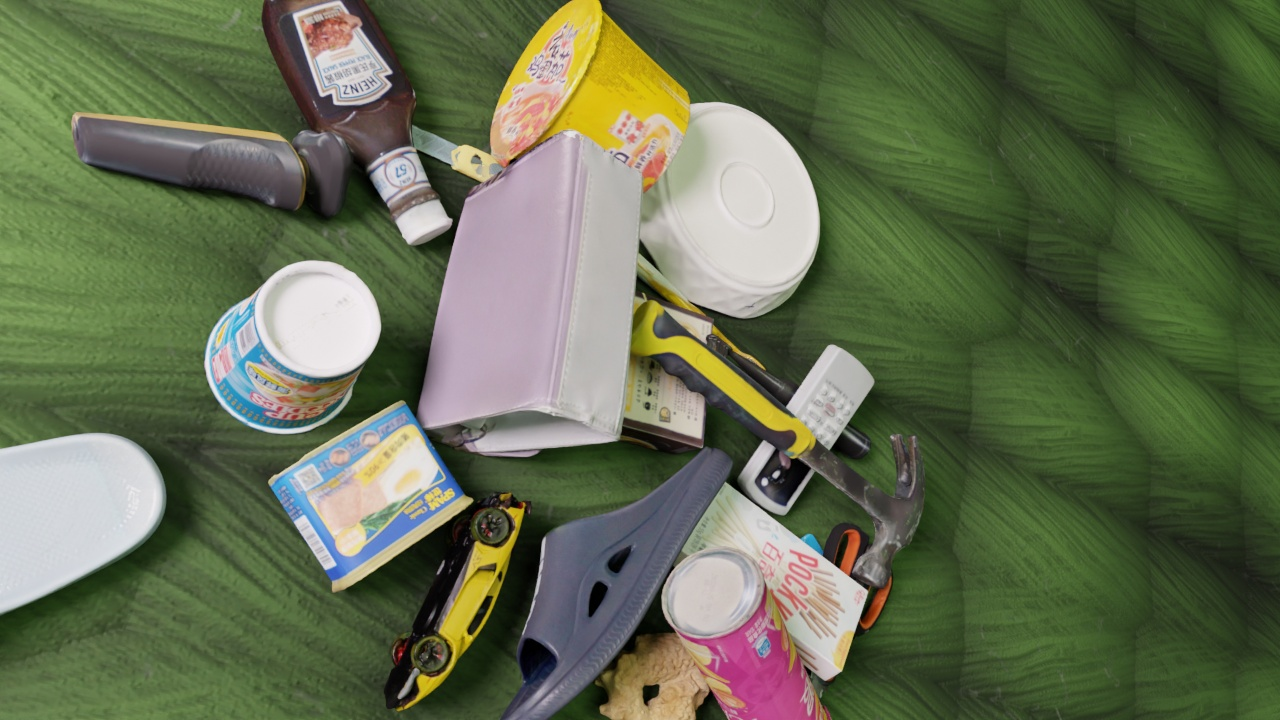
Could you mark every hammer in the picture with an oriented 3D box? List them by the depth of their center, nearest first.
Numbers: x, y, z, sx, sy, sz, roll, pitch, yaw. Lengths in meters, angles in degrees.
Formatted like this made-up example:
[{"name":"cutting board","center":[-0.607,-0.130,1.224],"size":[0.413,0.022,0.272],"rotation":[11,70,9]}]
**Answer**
[{"name":"hammer","center":[0.116,0.055,0.732],"size":[0.323,0.032,0.126],"rotation":[37,74,-24]}]

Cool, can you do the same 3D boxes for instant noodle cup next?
[{"name":"instant noodle cup","center":[-0.211,-0.012,0.569],"size":[0.099,0.110,0.099],"rotation":[9,72,-29]},{"name":"instant noodle cup","center":[-0.036,-0.196,0.724],"size":[0.109,0.138,0.137],"rotation":[28,63,-33]}]

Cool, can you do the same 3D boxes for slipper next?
[{"name":"slipper","center":[-0.369,0.099,0.461],"size":[0.244,0.074,0.104],"rotation":[-19,88,-36]},{"name":"slipper","center":[-0.030,0.144,0.652],"size":[0.083,0.111,0.267],"rotation":[40,52,3]}]

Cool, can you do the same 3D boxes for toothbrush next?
[{"name":"toothbrush","center":[0.043,-0.041,0.791],"size":[0.191,0.016,0.018],"rotation":[40,14,-17]},{"name":"toothbrush","center":[0.129,0.032,0.795],"size":[0.212,0.026,0.027],"rotation":[33,54,-33]}]

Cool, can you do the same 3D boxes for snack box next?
[{"name":"snack box","center":[-0.004,0.004,0.727],"size":[0.125,0.053,0.113],"rotation":[17,67,-28]},{"name":"snack box","center":[0.103,0.172,0.730],"size":[0.157,0.027,0.084],"rotation":[37,45,0]}]

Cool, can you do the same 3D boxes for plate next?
[{"name":"plate","center":[0.084,-0.142,0.831],"size":[0.204,0.046,0.204],"rotation":[9,71,-29]}]

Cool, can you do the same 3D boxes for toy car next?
[{"name":"toy car","center":[-0.121,0.156,0.602],"size":[0.041,0.071,0.155],"rotation":[32,64,-16]}]

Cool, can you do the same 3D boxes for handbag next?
[{"name":"handbag","center":[-0.075,-0.038,0.643],"size":[0.098,0.145,0.196],"rotation":[27,62,-47]}]

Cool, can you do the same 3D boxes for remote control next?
[{"name":"remote control","center":[0.142,0.061,0.783],"size":[0.058,0.021,0.150],"rotation":[38,84,-31]}]

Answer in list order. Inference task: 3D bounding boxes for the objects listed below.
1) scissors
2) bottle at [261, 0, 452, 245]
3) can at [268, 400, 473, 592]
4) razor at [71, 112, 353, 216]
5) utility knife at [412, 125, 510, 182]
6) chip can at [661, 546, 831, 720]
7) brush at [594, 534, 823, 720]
[{"name":"scissors","center":[0.147,0.238,0.769],"size":[0.234,0.022,0.142],"rotation":[-39,109,-37]},{"name":"bottle","center":[-0.198,-0.177,0.665],"size":[0.079,0.044,0.195],"rotation":[-29,93,-28]},{"name":"can","center":[-0.175,0.086,0.597],"size":[0.101,0.057,0.083],"rotation":[-33,92,-34]},{"name":"razor","center":[-0.278,-0.135,0.604],"size":[0.167,0.062,0.067],"rotation":[4,44,-25]},{"name":"utility knife","center":[-0.108,-0.143,0.730],"size":[0.210,0.022,0.030],"rotation":[20,60,-16]},{"name":"chip can","center":[0.081,0.221,0.650],"size":[0.071,0.071,0.211],"rotation":[-54,136,-31]},{"name":"brush","center":[0.065,0.212,0.725],"size":[0.253,0.046,0.083],"rotation":[-30,89,-38]}]
